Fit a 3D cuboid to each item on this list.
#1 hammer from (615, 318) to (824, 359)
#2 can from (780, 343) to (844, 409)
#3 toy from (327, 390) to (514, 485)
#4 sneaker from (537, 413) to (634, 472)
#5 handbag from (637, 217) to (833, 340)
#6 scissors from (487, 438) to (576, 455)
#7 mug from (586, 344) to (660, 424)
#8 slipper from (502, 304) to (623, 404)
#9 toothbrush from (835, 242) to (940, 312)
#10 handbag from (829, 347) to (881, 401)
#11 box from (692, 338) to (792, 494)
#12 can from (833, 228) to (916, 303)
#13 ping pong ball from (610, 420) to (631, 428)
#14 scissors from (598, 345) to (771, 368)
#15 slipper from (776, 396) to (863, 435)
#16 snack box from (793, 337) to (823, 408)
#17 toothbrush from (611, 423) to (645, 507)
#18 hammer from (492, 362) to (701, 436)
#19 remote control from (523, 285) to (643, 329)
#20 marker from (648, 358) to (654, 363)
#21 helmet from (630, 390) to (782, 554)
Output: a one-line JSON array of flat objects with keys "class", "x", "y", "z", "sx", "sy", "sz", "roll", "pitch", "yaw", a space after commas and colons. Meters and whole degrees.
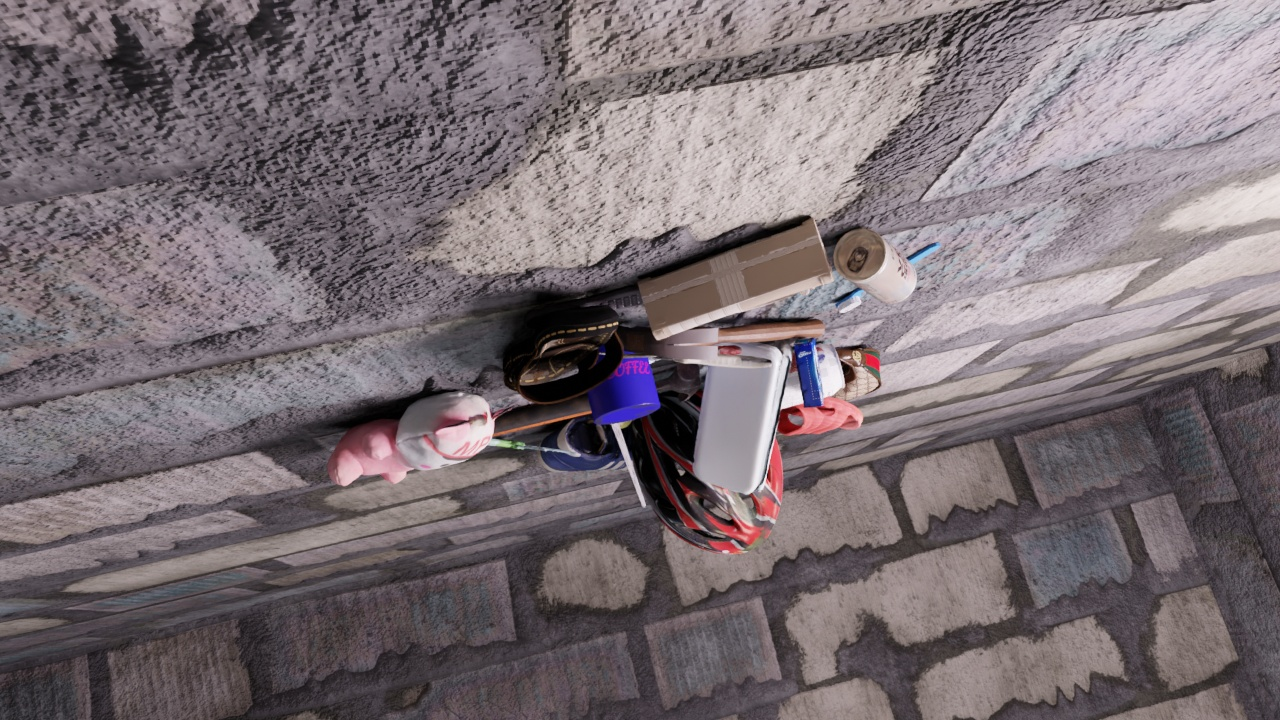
[{"class": "hammer", "x": 0.111, "y": -0.030, "z": 1.069, "sx": 0.322, "sy": 0.033, "sz": 0.115, "roll": -6, "pitch": -170, "yaw": -44}, {"class": "can", "x": 0.217, "y": 0.025, "z": 1.321, "sx": 0.136, "sy": 0.078, "sz": 0.078, "roll": -15, "pitch": 165, "yaw": 4}, {"class": "toy", "x": -0.268, "y": 0.095, "z": 1.119, "sx": 0.214, "sy": 0.084, "sz": 0.141, "roll": -19, "pitch": 167, "yaw": 24}, {"class": "sneaker", "x": -0.036, "y": 0.122, "z": 1.441, "sx": 0.232, "sy": 0.091, "sz": 0.119, "roll": 1, "pitch": 158, "yaw": -21}, {"class": "handbag", "x": 0.113, "y": -0.073, "z": 0.944, "sx": 0.176, "sy": 0.062, "sz": 0.197, "roll": -18, "pitch": 173, "yaw": 16}, {"class": "scissors", "x": -0.184, "y": 0.126, "z": 1.345, "sx": 0.167, "sy": 0.023, "sz": 0.172, "roll": 16, "pitch": 169, "yaw": -29}, {"class": "mug", "x": -0.033, "y": 0.029, "z": 1.092, "sx": 0.079, "sy": 0.083, "sz": 0.111, "roll": -6, "pitch": 163, "yaw": -30}, {"class": "slipper", "x": -0.082, "y": 0.005, "z": 0.945, "sx": 0.112, "sy": 0.075, "sz": 0.268, "roll": -9, "pitch": 172, "yaw": -19}, {"class": "toothbrush", "x": 0.287, "y": -0.094, "z": 1.070, "sx": 0.016, "sy": 0.014, "sz": 0.167, "roll": -5, "pitch": 162, "yaw": -33}, {"class": "handbag", "x": 0.291, "y": 0.022, "z": 1.444, "sx": 0.138, "sy": 0.063, "sz": 0.167, "roll": 17, "pitch": 154, "yaw": -32}, {"class": "box", "x": 0.151, "y": 0.062, "z": 1.209, "sx": 0.107, "sy": 0.216, "sz": 0.124, "roll": 20, "pitch": -155, "yaw": 26}, {"class": "can", "x": 0.245, "y": -0.095, "z": 0.950, "sx": 0.054, "sy": 0.054, "sz": 0.135, "roll": -21, "pitch": 163, "yaw": 25}, {"class": "ping pong ball", "x": -0.031, "y": 0.082, "z": 1.373, "sx": 0.040, "sy": 0.040, "sz": 0.040, "roll": -13, "pitch": 165, "yaw": -4}, {"class": "scissors", "x": 0.057, "y": -0.006, "z": 1.047, "sx": 0.179, "sy": 0.015, "sz": 0.187, "roll": 9, "pitch": -169, "yaw": 23}, {"class": "slipper", "x": 0.245, "y": 0.088, "z": 1.466, "sx": 0.248, "sy": 0.059, "sz": 0.104, "roll": 14, "pitch": 163, "yaw": -18}, {"class": "snack box", "x": 0.222, "y": 0.012, "z": 1.204, "sx": 0.027, "sy": 0.082, "sz": 0.150, "roll": -9, "pitch": -177, "yaw": 12}, {"class": "toothbrush", "x": -0.024, "y": 0.101, "z": 1.173, "sx": 0.010, "sy": 0.181, "sz": 0.010, "roll": -14, "pitch": 163, "yaw": -22}, {"class": "hammer", "x": -0.072, "y": 0.061, "z": 1.276, "sx": 0.314, "sy": 0.035, "sz": 0.138, "roll": -13, "pitch": 166, "yaw": 0}, {"class": "remote control", "x": -0.056, "y": -0.051, "z": 0.920, "sx": 0.124, "sy": 0.009, "sz": 0.046, "roll": -14, "pitch": 165, "yaw": -2}, {"class": "marker", "x": -0.007, "y": 0.007, "z": 1.164, "sx": 0.017, "sy": 0.017, "sz": 0.147, "roll": -2, "pitch": 162, "yaw": -38}, {"class": "helmet", "x": 0.095, "y": 0.162, "z": 1.361, "sx": 0.166, "sy": 0.272, "sz": 0.218, "roll": 13, "pitch": 121, "yaw": -44}]
